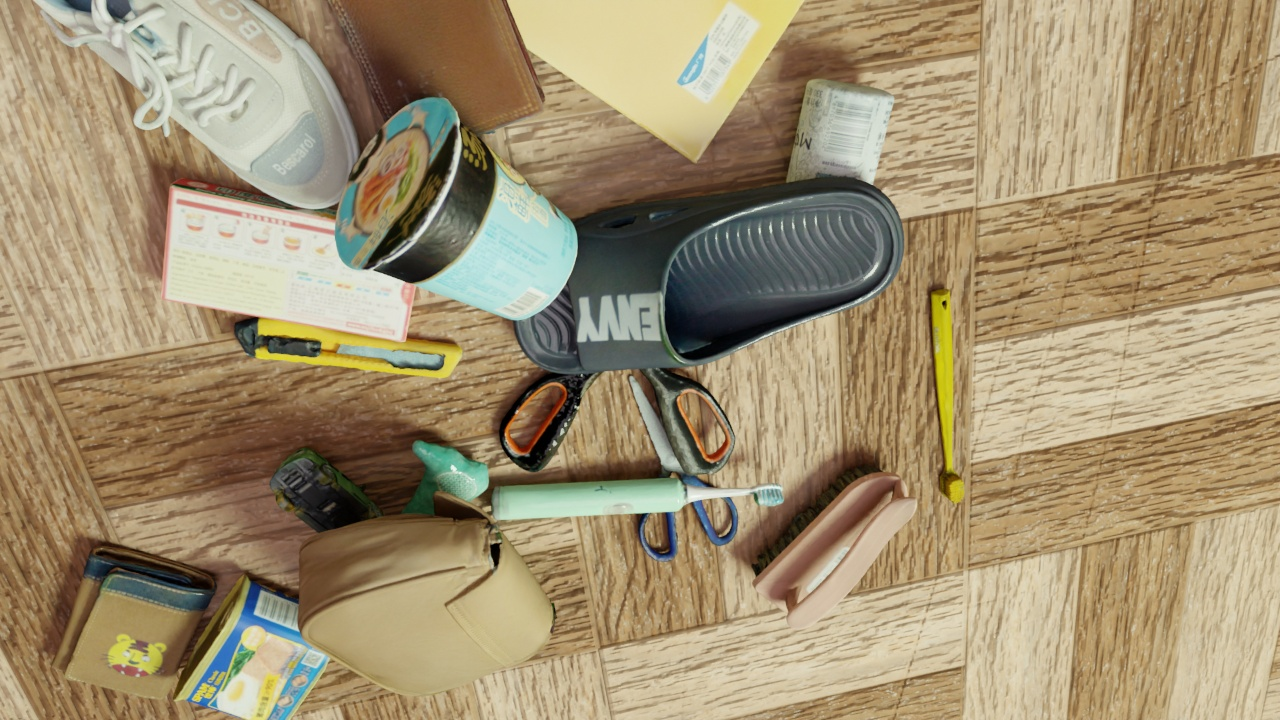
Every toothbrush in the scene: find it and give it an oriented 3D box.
[{"bbox_3d":[-0.002,0.105,0.705,0.224,0.027,0.026,-2,137,-3],"label":"toothbrush"},{"bbox_3d":[0.246,0.033,0.734,0.015,0.016,0.190,-14,115,-5],"label":"toothbrush"}]

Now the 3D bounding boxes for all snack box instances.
[{"bbox_3d":[-0.226,-0.064,0.604,0.155,0.027,0.077,11,111,-14],"label":"snack box"}]

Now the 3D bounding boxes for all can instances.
[{"bbox_3d":[-0.291,0.226,0.702,0.083,0.057,0.102,31,105,-23],"label":"can"},{"bbox_3d":[0.127,-0.113,0.627,0.058,0.058,0.147,5,112,-12],"label":"can"}]

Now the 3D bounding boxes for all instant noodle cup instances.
[{"bbox_3d":[-0.106,-0.083,0.568,0.111,0.111,0.120,-50,136,12],"label":"instant noodle cup"}]

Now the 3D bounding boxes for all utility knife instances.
[{"bbox_3d":[-0.202,-0.009,0.638,0.153,0.015,0.033,7,115,-13],"label":"utility knife"}]

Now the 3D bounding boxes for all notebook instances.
[{"bbox_3d":[-0.007,-0.239,0.575,0.206,0.010,0.146,29,105,-20],"label":"notebook"}]

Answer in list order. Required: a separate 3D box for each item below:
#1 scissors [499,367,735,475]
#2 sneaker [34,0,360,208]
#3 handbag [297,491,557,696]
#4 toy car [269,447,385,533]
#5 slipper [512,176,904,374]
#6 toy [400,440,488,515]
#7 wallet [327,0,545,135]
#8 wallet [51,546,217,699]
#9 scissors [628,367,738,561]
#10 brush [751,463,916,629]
[{"bbox_3d":[-0.010,0.006,0.669,0.235,0.021,0.221,-44,107,11],"label":"scissors"},{"bbox_3d":[-0.258,-0.178,0.514,0.089,0.090,0.242,-41,114,10],"label":"sneaker"},{"bbox_3d":[-0.150,0.167,0.655,0.148,0.099,0.205,-15,146,0],"label":"handbag"},{"bbox_3d":[-0.226,0.102,0.670,0.043,0.036,0.091,-36,116,4],"label":"toy car"},{"bbox_3d":[0.035,-0.052,0.590,0.268,0.083,0.111,-12,104,13],"label":"slipper"},{"bbox_3d":[-0.147,0.108,0.693,0.096,0.030,0.092,27,111,-27],"label":"toy"},{"bbox_3d":[-0.126,-0.194,0.556,0.101,0.032,0.125,-18,119,7],"label":"wallet"},{"bbox_3d":[-0.382,0.199,0.689,0.090,0.033,0.115,23,111,-19],"label":"wallet"},{"bbox_3d":[0.035,0.084,0.723,0.140,0.012,0.171,13,109,-13],"label":"scissors"},{"bbox_3d":[0.160,0.148,0.739,0.063,0.073,0.146,39,100,-21],"label":"brush"}]
